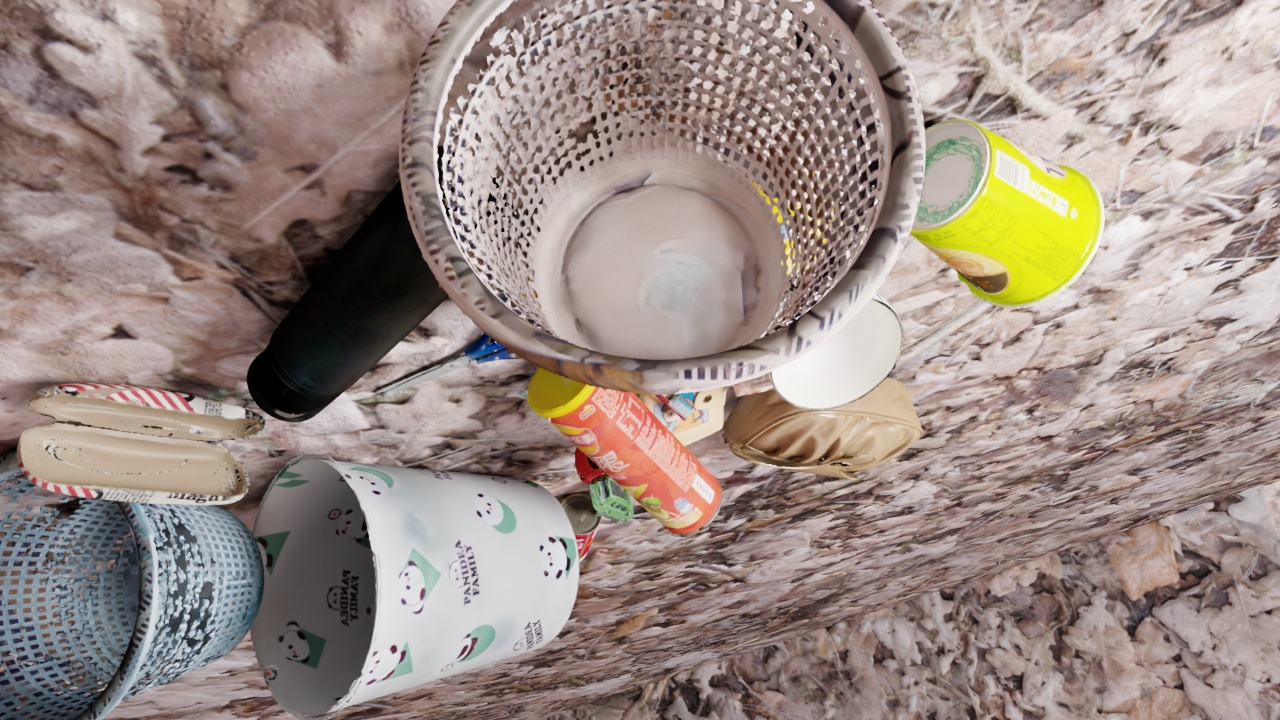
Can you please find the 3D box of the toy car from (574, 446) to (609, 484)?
[{"bbox_3d":[-0.029,0.088,0.932,0.107,0.049,0.031,-32,149,30],"label":"toy car"}]

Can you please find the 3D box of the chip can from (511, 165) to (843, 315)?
[{"bbox_3d":[0.023,-0.067,0.617,0.213,0.072,0.072,-18,154,-3],"label":"chip can"}]

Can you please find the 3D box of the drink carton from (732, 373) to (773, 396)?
[{"bbox_3d":[0.143,-0.005,0.845,0.122,0.045,0.054,-11,152,-10],"label":"drink carton"}]

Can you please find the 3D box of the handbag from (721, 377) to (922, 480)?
[{"bbox_3d":[0.194,0.071,0.957,0.204,0.099,0.148,12,146,-37],"label":"handbag"}]

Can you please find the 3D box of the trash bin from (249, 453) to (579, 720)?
[{"bbox_3d":[-0.212,0.208,0.894,0.230,0.229,0.251,-34,153,34],"label":"trash bin"}]

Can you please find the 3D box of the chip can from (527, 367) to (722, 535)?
[{"bbox_3d":[-0.007,0.075,0.814,0.073,0.073,0.216,-26,130,22],"label":"chip can"}]

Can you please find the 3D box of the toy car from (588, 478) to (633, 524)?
[{"bbox_3d":[-0.032,0.165,1.087,0.036,0.043,0.091,-22,153,13],"label":"toy car"}]

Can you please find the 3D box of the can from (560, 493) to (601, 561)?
[{"bbox_3d":[-0.084,0.213,1.142,0.053,0.053,0.133,-7,153,-16],"label":"can"}]

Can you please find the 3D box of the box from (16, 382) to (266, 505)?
[{"bbox_3d":[-0.364,0.069,0.679,0.076,0.088,0.162,-15,161,36],"label":"box"}]

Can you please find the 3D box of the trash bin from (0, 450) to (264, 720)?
[{"bbox_3d":[-0.438,0.192,0.774,0.227,0.226,0.195,-20,166,9],"label":"trash bin"}]

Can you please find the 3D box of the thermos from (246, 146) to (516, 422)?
[{"bbox_3d":[-0.171,-0.041,0.601,0.243,0.068,0.089,-35,174,38],"label":"thermos"}]

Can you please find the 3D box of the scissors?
[{"bbox_3d":[-0.147,-0.004,0.734,0.174,0.012,0.108,-11,155,-6],"label":"scissors"}]

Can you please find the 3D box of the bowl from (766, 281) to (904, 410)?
[{"bbox_3d":[0.154,-0.022,0.774,0.116,0.066,0.117,-8,129,-10],"label":"bowl"}]

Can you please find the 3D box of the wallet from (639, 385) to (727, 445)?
[{"bbox_3d":[0.041,0.036,0.859,0.087,0.024,0.115,-16,133,-11],"label":"wallet"}]

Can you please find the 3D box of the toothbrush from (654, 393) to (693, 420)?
[{"bbox_3d":[-0.005,0.005,0.780,0.017,0.016,0.187,-44,134,4],"label":"toothbrush"}]

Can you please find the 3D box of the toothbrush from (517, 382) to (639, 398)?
[{"bbox_3d":[-0.012,0.034,0.860,0.224,0.026,0.027,6,155,-36],"label":"toothbrush"}]

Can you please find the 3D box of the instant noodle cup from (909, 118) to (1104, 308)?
[{"bbox_3d":[0.238,-0.108,0.640,0.123,0.111,0.112,19,139,-36],"label":"instant noodle cup"}]

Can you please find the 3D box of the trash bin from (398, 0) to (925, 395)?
[{"bbox_3d":[0.011,-0.076,0.481,0.227,0.227,0.192,-14,166,-2],"label":"trash bin"}]
